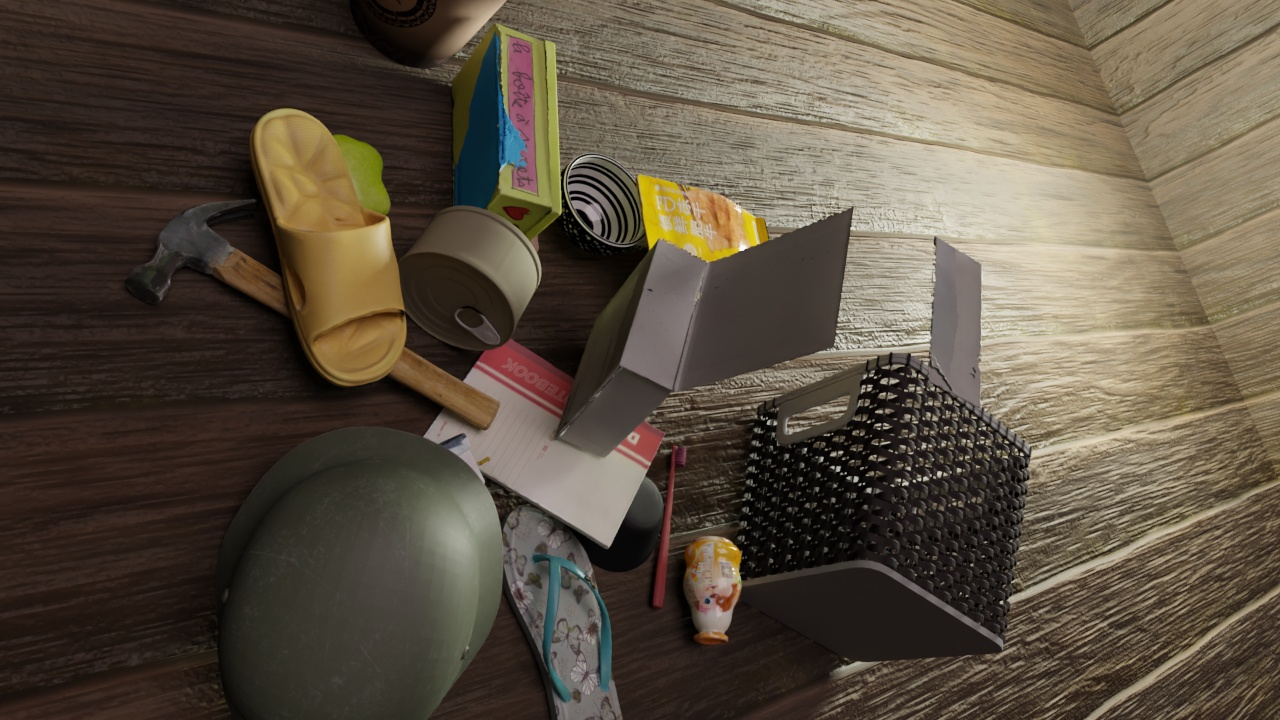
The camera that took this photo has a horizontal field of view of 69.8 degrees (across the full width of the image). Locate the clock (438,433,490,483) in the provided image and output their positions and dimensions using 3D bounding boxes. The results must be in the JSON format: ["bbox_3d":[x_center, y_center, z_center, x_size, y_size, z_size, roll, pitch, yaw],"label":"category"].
[{"bbox_3d":[-0.194,0.110,0.818,0.117,0.083,0.057,-30,96,-44],"label":"clock"}]

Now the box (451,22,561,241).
[{"bbox_3d":[-0.147,-0.234,0.994,0.079,0.125,0.220,9,63,-34],"label":"box"}]

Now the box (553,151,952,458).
[{"bbox_3d":[0.071,-0.051,0.825,0.108,0.420,0.165,35,50,-23],"label":"box"}]

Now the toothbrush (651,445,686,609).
[{"bbox_3d":[0.032,0.180,1.010,0.016,0.016,0.189,4,59,9],"label":"toothbrush"}]

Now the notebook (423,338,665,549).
[{"bbox_3d":[-0.091,0.076,0.927,0.209,0.012,0.152,31,53,-4],"label":"notebook"}]

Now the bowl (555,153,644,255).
[{"bbox_3d":[-0.056,-0.173,1.075,0.120,0.067,0.120,18,59,-32],"label":"bowl"}]

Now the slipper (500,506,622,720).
[{"bbox_3d":[-0.060,0.264,0.875,0.098,0.055,0.268,-9,77,-44],"label":"slipper"}]

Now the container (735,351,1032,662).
[{"bbox_3d":[0.271,0.182,1.054,0.245,0.248,0.243,33,55,-23],"label":"container"}]

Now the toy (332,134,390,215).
[{"bbox_3d":[-0.304,-0.179,0.893,0.117,0.043,0.092,-4,75,-37],"label":"toy"}]

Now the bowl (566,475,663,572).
[{"bbox_3d":[-0.014,0.155,0.962,0.124,0.053,0.123,18,59,-32],"label":"bowl"}]

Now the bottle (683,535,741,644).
[{"bbox_3d":[0.076,0.247,0.985,0.063,0.063,0.109,22,57,-30],"label":"bottle"}]

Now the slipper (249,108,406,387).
[{"bbox_3d":[-0.269,-0.109,0.812,0.099,0.079,0.263,-16,81,-45],"label":"slipper"}]

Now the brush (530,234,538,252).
[{"bbox_3d":[-0.128,-0.183,1.060,0.049,0.015,0.135,13,67,-35],"label":"brush"}]

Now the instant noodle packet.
[{"bbox_3d":[0.074,-0.122,1.115,0.221,0.084,0.162,16,61,-49],"label":"instant noodle packet"}]

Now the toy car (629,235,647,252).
[{"bbox_3d":[0.014,-0.166,1.153,0.105,0.033,0.048,-14,80,-41],"label":"toy car"}]

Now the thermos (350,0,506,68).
[{"bbox_3d":[-0.203,-0.428,0.966,0.172,0.227,0.172,18,59,-32],"label":"thermos"}]

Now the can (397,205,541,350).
[{"bbox_3d":[-0.168,-0.080,0.898,0.128,0.128,0.073,39,48,-18],"label":"can"}]

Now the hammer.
[{"bbox_3d":[-0.275,-0.031,0.842,0.330,0.033,0.131,33,50,-19],"label":"hammer"}]

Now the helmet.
[{"bbox_3d":[-0.213,0.187,0.679,0.227,0.154,0.267,18,86,-12],"label":"helmet"}]
